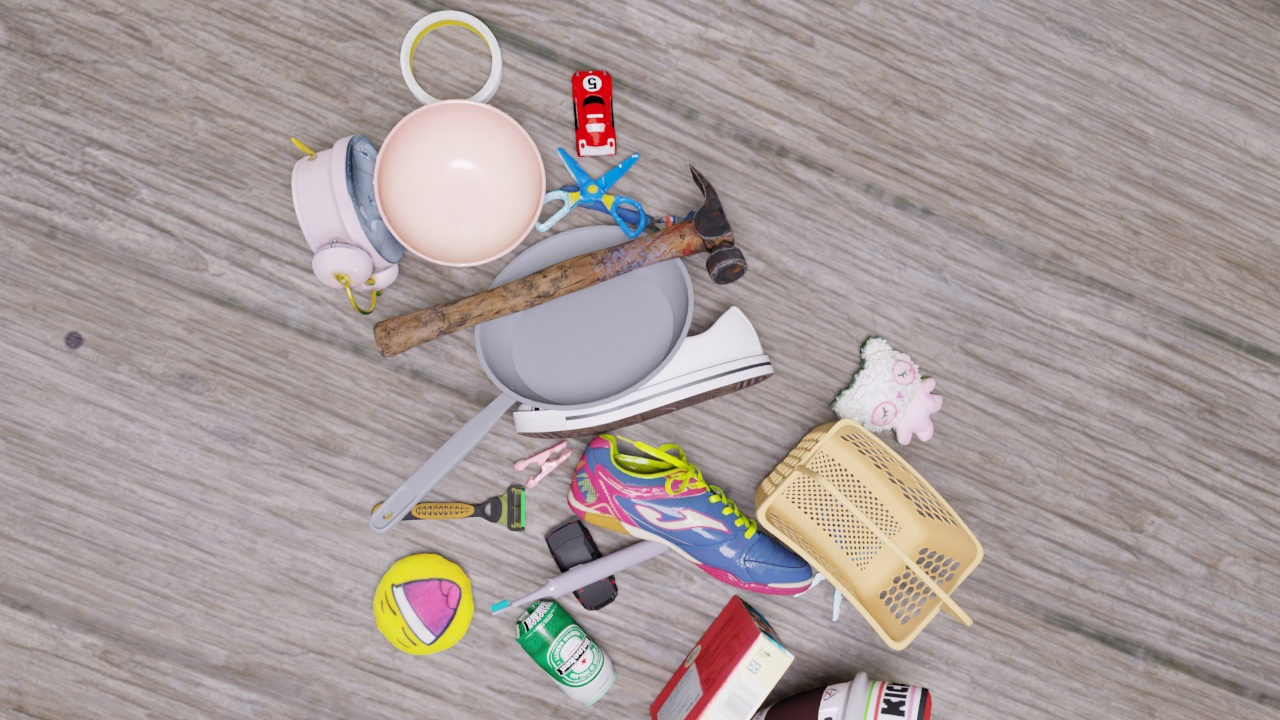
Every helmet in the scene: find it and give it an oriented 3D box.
[{"bbox_3d":[0.146,0.428,0.801,0.236,0.230,0.314,-6,97,22],"label":"helmet"}]

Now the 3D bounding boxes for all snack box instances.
[{"bbox_3d":[0.069,0.296,0.836,0.040,0.145,0.142,37,87,-2],"label":"snack box"}]

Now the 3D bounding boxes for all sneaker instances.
[{"bbox_3d":[-0.005,0.005,0.858,0.245,0.091,0.097,-17,81,-1],"label":"sneaker"},{"bbox_3d":[0.054,0.139,0.846,0.242,0.116,0.091,22,99,2],"label":"sneaker"}]

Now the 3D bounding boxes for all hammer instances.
[{"bbox_3d":[-0.080,-0.076,0.816,0.330,0.033,0.120,-18,59,3],"label":"hammer"}]

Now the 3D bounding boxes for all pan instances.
[{"bbox_3d":[-0.098,0.018,0.800,0.201,0.051,0.355,30,69,29],"label":"pan"}]

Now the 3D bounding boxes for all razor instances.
[{"bbox_3d":[-0.183,0.143,0.874,0.144,0.021,0.044,0,73,-6],"label":"razor"},{"bbox_3d":[-0.011,-0.141,0.885,0.141,0.018,0.044,19,87,-1],"label":"razor"}]

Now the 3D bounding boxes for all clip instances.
[{"bbox_3d":[-0.091,0.103,0.881,0.060,0.023,0.045,-10,96,-3],"label":"clip"}]

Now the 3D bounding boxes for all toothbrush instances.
[{"bbox_3d":[-0.053,0.197,0.842,0.187,0.018,0.019,-15,95,-34],"label":"toothbrush"}]

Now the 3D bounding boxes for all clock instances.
[{"bbox_3d":[-0.256,-0.119,0.819,0.059,0.116,0.158,-12,92,6],"label":"clock"}]

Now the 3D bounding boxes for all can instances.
[{"bbox_3d":[-0.072,0.275,0.869,0.053,0.053,0.101,-43,94,-3],"label":"can"}]

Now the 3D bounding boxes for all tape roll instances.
[{"bbox_3d":[-0.178,-0.281,0.868,0.094,0.019,0.094,0,91,-4],"label":"tape roll"}]

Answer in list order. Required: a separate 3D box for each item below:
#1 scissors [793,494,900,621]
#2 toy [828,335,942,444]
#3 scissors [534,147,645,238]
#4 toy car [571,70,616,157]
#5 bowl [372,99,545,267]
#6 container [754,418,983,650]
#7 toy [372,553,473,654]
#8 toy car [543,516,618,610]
[{"bbox_3d":[0.197,0.189,0.912,0.129,0.014,0.119,-37,97,-1],"label":"scissors"},{"bbox_3d":[0.251,0.036,0.901,0.109,0.041,0.095,28,87,-11],"label":"toy"},{"bbox_3d":[-0.047,-0.156,0.865,0.130,0.014,0.125,-30,68,-14],"label":"scissors"},{"bbox_3d":[-0.044,-0.234,0.872,0.038,0.025,0.089,-4,82,-5],"label":"toy car"},{"bbox_3d":[-0.164,-0.152,0.839,0.153,0.076,0.153,1,83,-11],"label":"bowl"},{"bbox_3d":[0.205,0.150,0.818,0.183,0.167,0.129,44,88,-5],"label":"container"},{"bbox_3d":[-0.204,0.230,0.864,0.094,0.041,0.095,-31,91,-7],"label":"toy"},{"bbox_3d":[-0.055,0.197,0.878,0.042,0.036,0.091,-29,93,-4],"label":"toy car"}]
